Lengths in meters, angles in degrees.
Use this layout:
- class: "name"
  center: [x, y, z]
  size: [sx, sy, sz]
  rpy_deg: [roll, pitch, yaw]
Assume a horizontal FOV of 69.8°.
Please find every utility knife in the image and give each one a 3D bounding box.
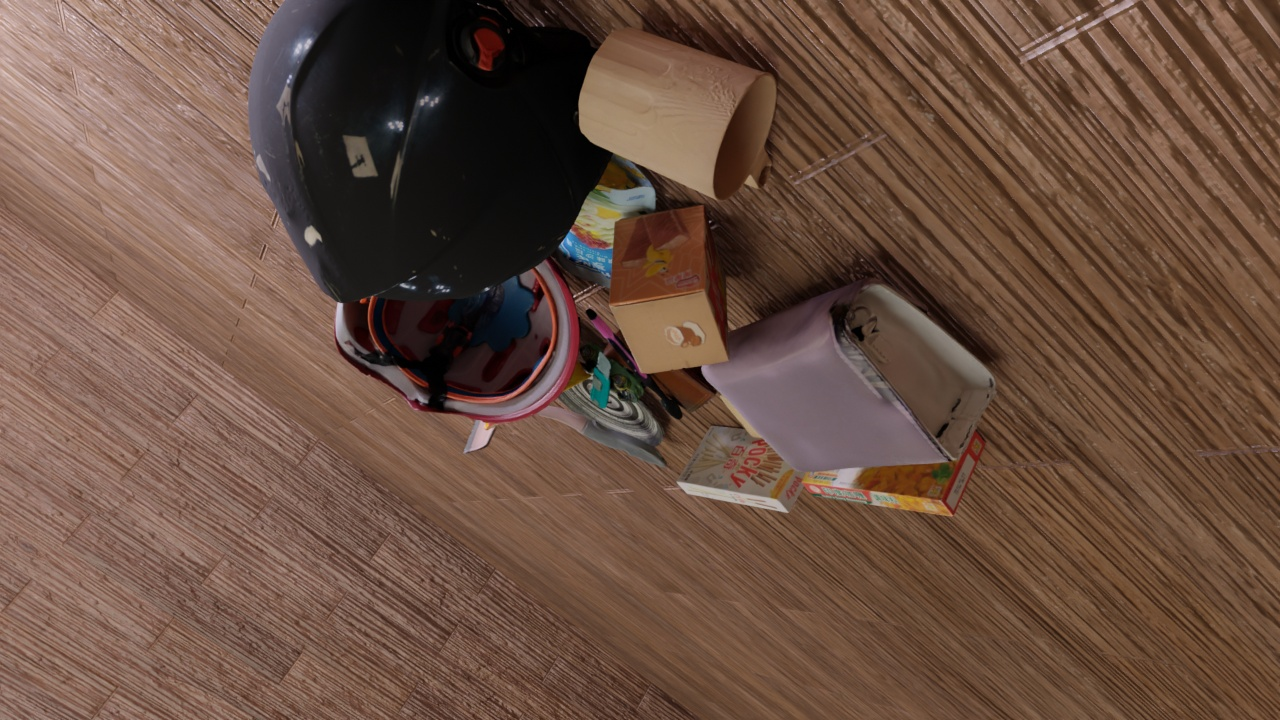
- class: "utility knife"
  center: [-0.045, 0.025, 1.028]
  size: [0.029, 0.013, 0.217]
  rpy_deg: [44, 165, 8]

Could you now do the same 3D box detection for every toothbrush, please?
- class: "toothbrush"
  center: [-0.006, 0.006, 0.965]
  size: [0.018, 0.014, 0.189]
  rpy_deg: [32, 166, 51]

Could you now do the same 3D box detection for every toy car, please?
- class: "toy car"
  center: [-0.032, 0.012, 1.055]
  size: [0.091, 0.036, 0.043]
  rpy_deg: [37, 165, 17]

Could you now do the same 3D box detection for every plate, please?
- class: "plate"
  center: [-0.045, 0.049, 1.163]
  size: [0.179, 0.024, 0.180]
  rpy_deg: [26, 156, 13]

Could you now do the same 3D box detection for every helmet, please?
- class: "helmet"
  center: [-0.167, -0.172, 0.668]
  size: [0.234, 0.229, 0.275]
  rpy_deg: [5, 124, 45]
- class: "helmet"
  center: [-0.163, -0.051, 0.916]
  size: [0.240, 0.207, 0.143]
  rpy_deg: [30, -166, 1]

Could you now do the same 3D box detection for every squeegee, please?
- class: "squeegee"
  center: [-0.080, 0.086, 1.154]
  size: [0.249, 0.040, 0.247]
  rpy_deg: [17, -164, -8]

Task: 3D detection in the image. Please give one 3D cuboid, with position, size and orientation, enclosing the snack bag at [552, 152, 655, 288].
- class: "snack bag"
  center: [-0.039, -0.118, 0.820]
  size: [0.110, 0.038, 0.191]
  rpy_deg: [19, 155, 6]

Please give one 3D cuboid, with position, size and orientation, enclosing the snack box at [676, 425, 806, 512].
- class: "snack box"
  center: [0.117, 0.116, 1.004]
  size: [0.157, 0.084, 0.027]
  rpy_deg: [1, 139, 51]

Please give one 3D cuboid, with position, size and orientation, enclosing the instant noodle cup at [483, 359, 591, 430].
- class: "instant noodle cup"
  center: [-0.140, 0.001, 1.043]
  size: [0.110, 0.137, 0.138]
  rpy_deg: [63, 153, -2]

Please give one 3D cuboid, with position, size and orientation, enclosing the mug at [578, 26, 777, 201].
- class: "mug"
  center: [0.030, -0.159, 0.614]
  size: [0.103, 0.084, 0.124]
  rpy_deg: [27, -178, 19]

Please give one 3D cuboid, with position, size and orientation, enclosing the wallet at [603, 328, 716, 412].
- class: "wallet"
  center: [0.023, 0.007, 0.987]
  size: [0.124, 0.032, 0.101]
  rpy_deg: [35, 159, -1]

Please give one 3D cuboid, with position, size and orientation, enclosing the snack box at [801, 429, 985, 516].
- class: "snack box"
  center: [0.226, 0.095, 0.833]
  size: [0.027, 0.076, 0.156]
  rpy_deg: [46, 154, -27]

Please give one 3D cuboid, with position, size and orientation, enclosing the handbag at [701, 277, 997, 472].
- class: "handbag"
  center: [0.159, 0.013, 0.738]
  size: [0.145, 0.098, 0.197]
  rpy_deg: [38, 157, -14]

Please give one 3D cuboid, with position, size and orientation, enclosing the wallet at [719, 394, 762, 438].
- class: "wallet"
  center: [0.138, 0.054, 0.938]
  size: [0.115, 0.024, 0.087]
  rpy_deg: [2, 140, 53]

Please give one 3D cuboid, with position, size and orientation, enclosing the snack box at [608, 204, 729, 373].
- class: "snack box"
  center: [0.026, -0.057, 0.750]
  size: [0.077, 0.094, 0.093]
  rpy_deg: [-8, 142, 14]
